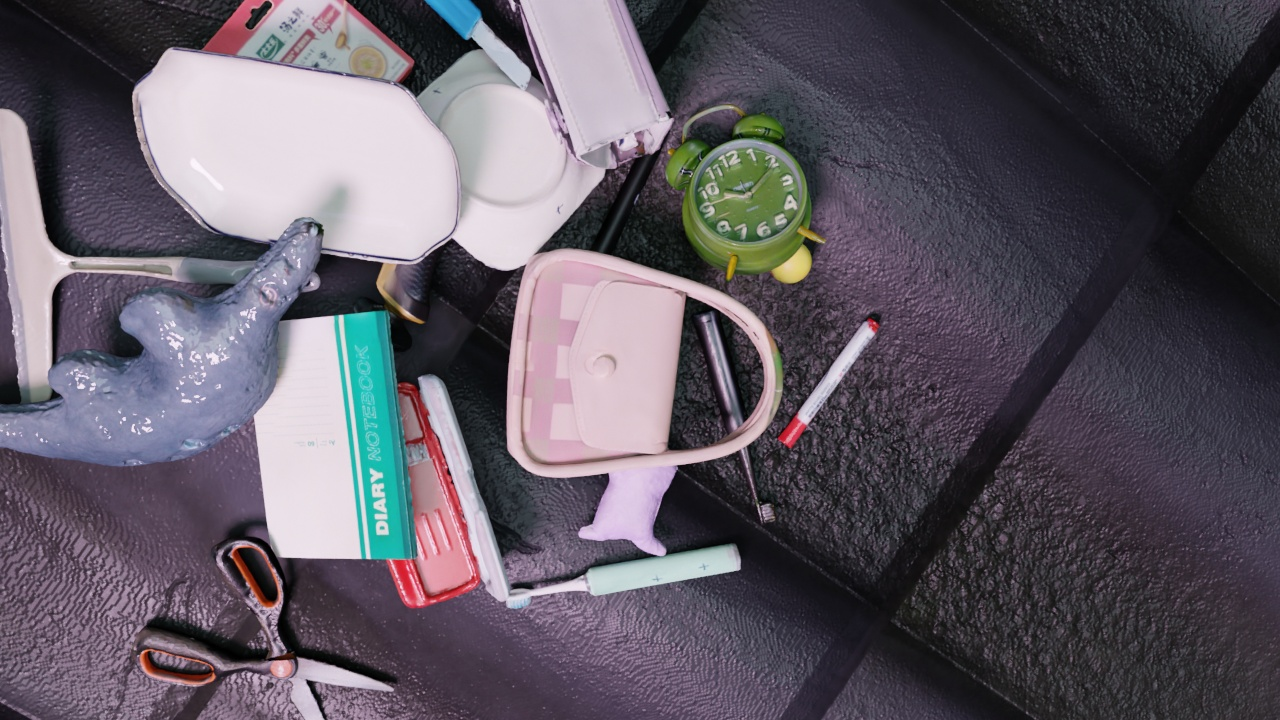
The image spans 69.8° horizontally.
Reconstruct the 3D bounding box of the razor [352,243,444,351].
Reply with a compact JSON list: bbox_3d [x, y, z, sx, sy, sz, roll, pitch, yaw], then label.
[{"bbox_3d":[-0.201,-0.092,0.797,0.068,0.062,0.167,17,86,22],"label":"razor"}]

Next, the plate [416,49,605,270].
[{"bbox_3d":[-0.122,-0.178,0.786,0.163,0.034,0.164,41,72,-10],"label":"plate"}]

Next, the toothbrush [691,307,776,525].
[{"bbox_3d":[0.090,0.055,0.861,0.027,0.026,0.212,-17,97,5],"label":"toothbrush"}]

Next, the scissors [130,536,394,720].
[{"bbox_3d":[-0.334,0.256,0.812,0.221,0.021,0.231,-1,101,-7],"label":"scissors"}]

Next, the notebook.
[{"bbox_3d":[-0.265,0.067,0.782,0.151,0.012,0.209,-4,95,21],"label":"notebook"}]

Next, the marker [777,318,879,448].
[{"bbox_3d":[0.180,0.021,0.877,0.017,0.017,0.145,37,89,-10],"label":"marker"}]

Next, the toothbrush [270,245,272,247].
[{"bbox_3d":[-0.313,-0.153,0.790,0.016,0.014,0.189,-1,95,-25],"label":"toothbrush"}]

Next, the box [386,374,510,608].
[{"bbox_3d":[-0.184,0.117,0.789,0.112,0.100,0.201,-18,97,-8],"label":"box"}]

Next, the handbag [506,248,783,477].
[{"bbox_3d":[0.004,0.009,0.790,0.234,0.093,0.193,7,95,3],"label":"handbag"}]

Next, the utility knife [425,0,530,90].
[{"bbox_3d":[-0.167,-0.309,0.780,0.034,0.018,0.209,-44,89,-7],"label":"utility knife"}]

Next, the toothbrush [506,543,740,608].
[{"bbox_3d":[-0.015,0.202,0.857,0.224,0.026,0.027,-8,118,-8],"label":"toothbrush"}]

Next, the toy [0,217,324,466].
[{"bbox_3d":[-0.379,0.011,0.742,0.357,0.091,0.138,-30,119,9],"label":"toy"}]

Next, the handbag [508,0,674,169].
[{"bbox_3d":[-0.047,-0.262,0.750,0.098,0.145,0.197,-19,93,8],"label":"handbag"}]

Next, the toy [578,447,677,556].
[{"bbox_3d":[-0.002,0.122,0.846,0.084,0.039,0.108,17,86,-8],"label":"toy"}]

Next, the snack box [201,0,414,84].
[{"bbox_3d":[-0.274,-0.246,0.762,0.127,0.044,0.113,40,84,-18],"label":"snack box"}]

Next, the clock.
[{"bbox_3d":[0.088,-0.154,0.816,0.116,0.056,0.161,-22,77,-1],"label":"clock"}]

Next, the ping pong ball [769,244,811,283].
[{"bbox_3d":[0.138,-0.091,0.848,0.040,0.040,0.040,-1,95,-9],"label":"ping pong ball"}]

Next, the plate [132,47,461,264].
[{"bbox_3d":[-0.267,-0.165,0.734,0.266,0.034,0.162,9,128,5],"label":"plate"}]

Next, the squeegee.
[{"bbox_3d":[-0.393,-0.076,0.771,0.246,0.039,0.247,2,106,-7],"label":"squeegee"}]

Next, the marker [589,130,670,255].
[{"bbox_3d":[-0.010,-0.154,0.832,0.022,0.020,0.132,26,90,-18],"label":"marker"}]
